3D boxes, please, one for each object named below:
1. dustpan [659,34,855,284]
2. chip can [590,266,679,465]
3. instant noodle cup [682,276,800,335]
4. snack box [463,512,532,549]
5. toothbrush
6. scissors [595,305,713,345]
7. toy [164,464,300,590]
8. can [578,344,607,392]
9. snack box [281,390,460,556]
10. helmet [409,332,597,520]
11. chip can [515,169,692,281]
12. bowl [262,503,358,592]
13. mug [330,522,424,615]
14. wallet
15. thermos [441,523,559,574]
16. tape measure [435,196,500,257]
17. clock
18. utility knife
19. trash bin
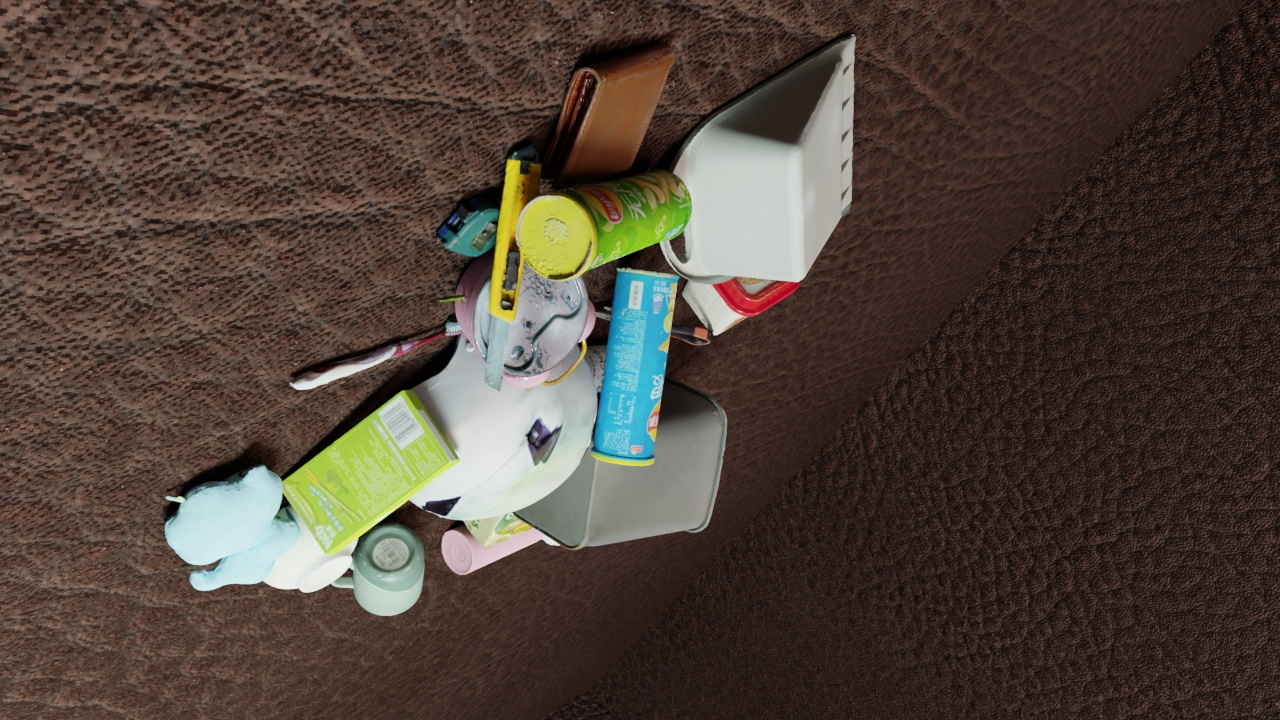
[{"bbox_3d":[0.131,-0.199,0.998,0.223,0.143,0.256,80,30,-42],"label":"dustpan"},{"bbox_3d":[-0.006,0.006,1.009,0.071,0.071,0.210,0,99,-62],"label":"chip can"},{"bbox_3d":[0.118,-0.100,1.154,0.116,0.116,0.124,-31,170,-28],"label":"instant noodle cup"},{"bbox_3d":[-0.133,0.179,1.315,0.239,0.063,0.115,-16,147,-51],"label":"snack box"},{"bbox_3d":[-0.226,-0.010,0.824,0.187,0.016,0.017,-24,146,-41],"label":"toothbrush"},{"bbox_3d":[0.004,-0.040,1.126,0.197,0.015,0.214,4,171,-13],"label":"scissors"},{"bbox_3d":[-0.372,0.154,0.835,0.161,0.050,0.156,-44,151,9],"label":"toy"},{"bbox_3d":[-0.049,0.010,1.126,0.058,0.058,0.146,-52,157,25],"label":"can"},{"bbox_3d":[-0.258,0.107,0.874,0.156,0.086,0.026,-37,174,6],"label":"snack box"},{"bbox_3d":[-0.146,0.085,0.976,0.259,0.146,0.228,-47,159,13],"label":"helmet"},{"bbox_3d":[-0.023,-0.126,0.819,0.073,0.072,0.220,-54,170,29],"label":"chip can"},{"bbox_3d":[-0.343,0.198,0.958,0.116,0.066,0.117,-36,159,-16],"label":"bowl"},{"bbox_3d":[-0.319,0.252,1.113,0.111,0.082,0.107,0,145,-16],"label":"mug"},{"bbox_3d":[-0.027,-0.205,0.774,0.101,0.032,0.125,-28,157,-41],"label":"wallet"},{"bbox_3d":[-0.188,0.256,1.337,0.198,0.087,0.067,-12,143,-52],"label":"thermos"},{"bbox_3d":[-0.137,-0.110,0.768,0.054,0.025,0.058,-46,160,14],"label":"tape measure"},{"bbox_3d":[-0.102,-0.037,0.846,0.117,0.060,0.158,-48,129,-11],"label":"clock"},{"bbox_3d":[-0.109,-0.074,0.773,0.033,0.015,0.218,-3,111,-37],"label":"utility knife"},{"bbox_3d":[-0.039,0.129,1.179,0.219,0.199,0.199,-7,112,-45],"label":"trash bin"}]
